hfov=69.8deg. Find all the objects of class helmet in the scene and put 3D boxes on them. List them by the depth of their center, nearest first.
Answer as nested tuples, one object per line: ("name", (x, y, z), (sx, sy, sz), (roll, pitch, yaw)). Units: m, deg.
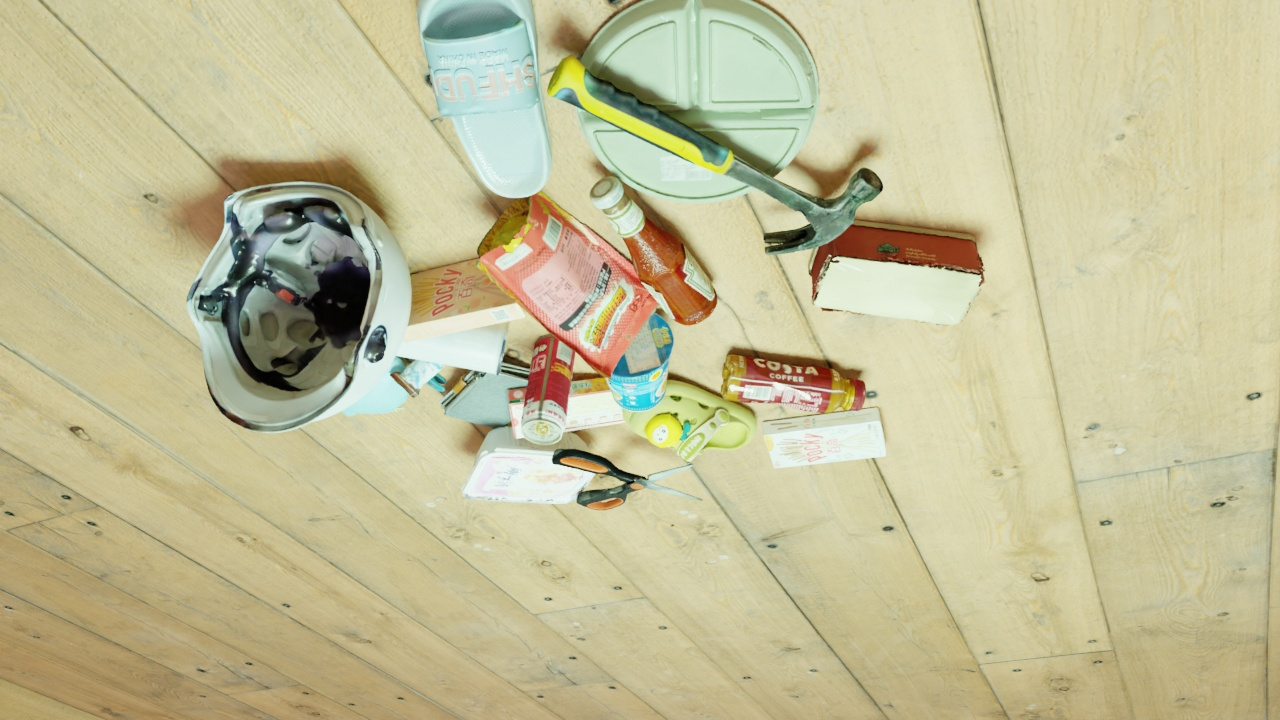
("helmet", (-0.343, -0.053, 0.978), (0.229, 0.258, 0.145), (9, -179, 18))

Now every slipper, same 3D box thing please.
("slipper", (-0.139, -0.238, 0.838), (0.104, 0.074, 0.246), (0, 142, 8))
("slipper", (0.071, 0.088, 1.198), (0.190, 0.081, 0.092), (16, 128, -22))

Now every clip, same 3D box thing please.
("clip", (-0.278, 0.022, 1.207), (0.014, 0.046, 0.057), (-25, 136, 28))

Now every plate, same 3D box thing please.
("plate", (0.051, -0.234, 0.859), (0.230, 0.027, 0.231), (4, 141, 3))

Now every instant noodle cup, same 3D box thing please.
("instant noodle cup", (-0.007, 0.006, 1.112), (0.099, 0.099, 0.110), (0, 149, 6))
("instant noodle cup", (-0.156, 0.145, 1.293), (0.173, 0.060, 0.138), (8, 142, -23))

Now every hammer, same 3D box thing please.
("hammer", (0.063, -0.191, 0.863), (0.323, 0.031, 0.126), (22, 137, -20))

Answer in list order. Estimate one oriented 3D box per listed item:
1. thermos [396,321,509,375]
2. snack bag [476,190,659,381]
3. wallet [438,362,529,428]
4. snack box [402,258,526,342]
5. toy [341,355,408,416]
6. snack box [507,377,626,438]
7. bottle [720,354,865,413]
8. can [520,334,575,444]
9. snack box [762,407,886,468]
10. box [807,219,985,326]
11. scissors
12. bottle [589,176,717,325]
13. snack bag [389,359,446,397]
("thermos", (-0.273, -0.037, 1.100), (0.224, 0.073, 0.073), (11, 140, -9))
("snack bag", (-0.072, -0.083, 0.997), (0.208, 0.128, 0.073), (39, 165, -30))
("wallet", (-0.195, 0.042, 1.212), (0.106, 0.037, 0.130), (18, 141, -32))
("snack box", (-0.200, -0.073, 1.035), (0.157, 0.084, 0.026), (-11, 142, 18))
("toy", (-0.353, 0.015, 1.186), (0.162, 0.049, 0.156), (-31, 123, 24))
("snack box", (-0.092, 0.061, 1.204), (0.155, 0.027, 0.077), (-8, 141, -7))
("bottle", (0.190, 0.032, 1.142), (0.175, 0.057, 0.058), (8, 140, -4))
("can", (-0.112, 0.035, 1.118), (0.053, 0.132, 0.053), (3, 141, 2))
("snack box", (0.251, 0.107, 1.251), (0.157, 0.026, 0.085), (-9, 139, 15))
("box", (0.269, -0.086, 0.975), (0.168, 0.077, 0.091), (7, 140, -2))
("scissors", (-0.023, 0.160, 1.246), (0.220, 0.021, 0.231), (29, 143, -34))
("bottle", (0.014, -0.115, 0.977), (0.060, 0.059, 0.206), (-18, 137, 25))
("snack bag", (-0.266, 0.004, 1.163), (0.104, 0.026, 0.048), (-37, 118, 9))
